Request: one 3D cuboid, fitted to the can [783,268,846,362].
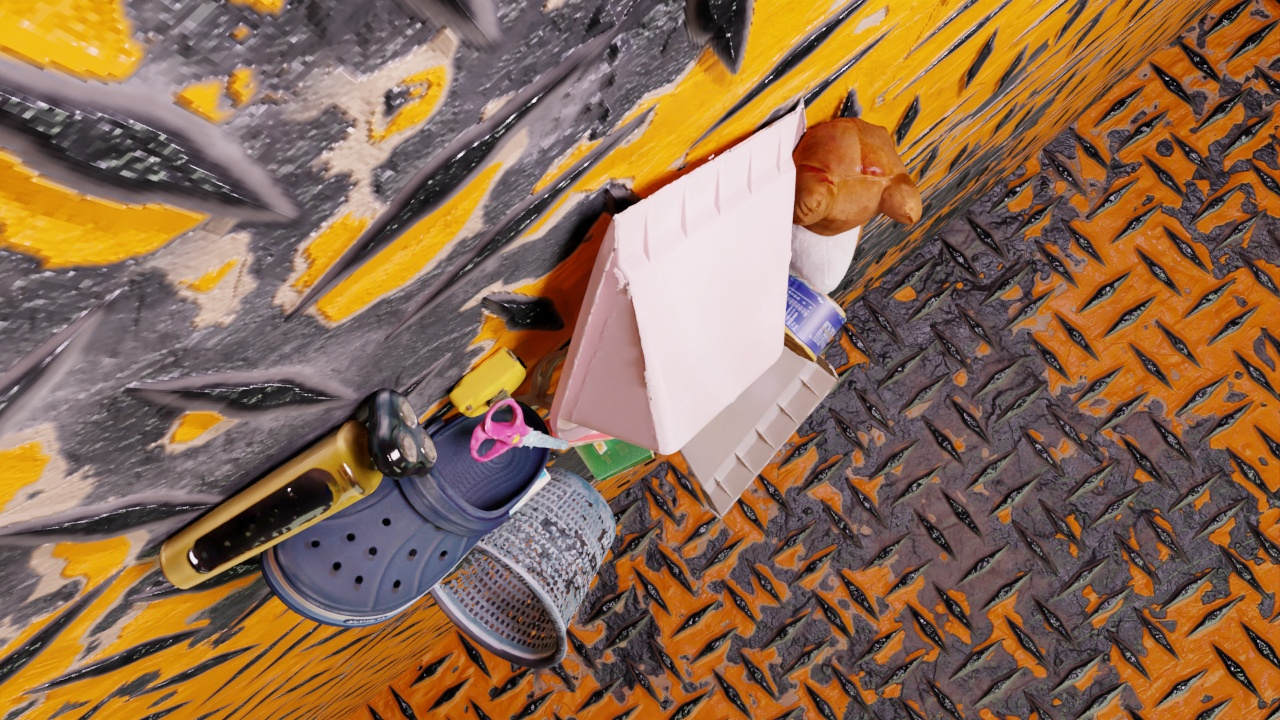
[{"bbox_3d":[0.113,-0.058,0.824,0.049,0.148,0.074,-51,147,-1],"label":"can"}]

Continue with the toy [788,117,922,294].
[{"bbox_3d":[0.164,-0.123,0.808,0.140,0.130,0.200,1,173,-10],"label":"toy"}]

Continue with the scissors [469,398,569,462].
[{"bbox_3d":[-0.088,0.060,0.719,0.054,0.017,0.133,-61,154,3],"label":"scissors"}]

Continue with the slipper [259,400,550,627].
[{"bbox_3d":[-0.154,0.106,0.690,0.252,0.105,0.095,-34,177,-43],"label":"slipper"}]

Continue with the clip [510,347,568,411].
[{"bbox_3d":[-0.077,0.037,0.798,0.102,0.094,0.035,-53,168,14],"label":"clip"}]

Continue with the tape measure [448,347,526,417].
[{"bbox_3d":[-0.111,0.020,0.688,0.060,0.029,0.057,-38,171,-4],"label":"tape measure"}]

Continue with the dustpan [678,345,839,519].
[{"bbox_3d":[0.129,0.042,1.170,0.223,0.257,0.142,-52,143,14],"label":"dustpan"}]

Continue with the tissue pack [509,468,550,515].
[{"bbox_3d":[-0.156,0.132,0.944,0.090,0.063,0.140,-42,172,9],"label":"tissue pack"}]

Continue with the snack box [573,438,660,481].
[{"bbox_3d":[-0.026,0.083,1.065,0.105,0.117,0.118,-35,172,-2],"label":"snack box"}]

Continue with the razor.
[{"bbox_3d":[-0.205,0.081,0.552,0.167,0.062,0.068,-31,-159,-16],"label":"razor"}]

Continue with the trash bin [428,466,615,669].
[{"bbox_3d":[-0.143,0.252,1.204,0.194,0.226,0.227,-48,180,-43],"label":"trash bin"}]

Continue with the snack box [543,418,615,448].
[{"bbox_3d":[-0.070,0.070,0.887,0.075,0.025,0.153,-5,174,-22],"label":"snack box"}]

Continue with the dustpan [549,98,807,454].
[{"bbox_3d":[0.010,-0.047,0.703,0.221,0.139,0.274,-35,132,-40],"label":"dustpan"}]
